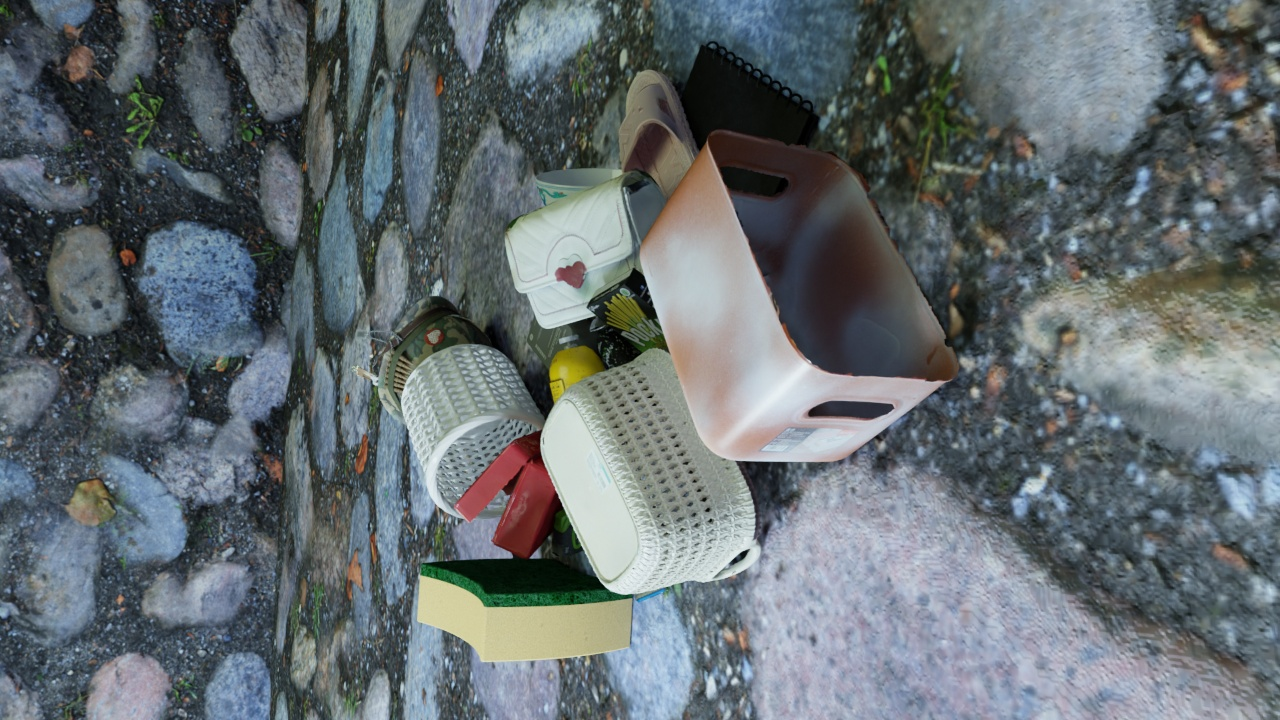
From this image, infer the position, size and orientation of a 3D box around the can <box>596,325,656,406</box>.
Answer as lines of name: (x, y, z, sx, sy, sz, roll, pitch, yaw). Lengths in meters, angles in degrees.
can: (-0.007, 0.006, 1.112, 0.137, 0.053, 0.054, 52, 127, 48)

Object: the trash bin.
trash bin: (0.123, -0.051, 0.806, 0.158, 0.181, 0.259, -51, 46, 44)

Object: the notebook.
notebook: (0.098, -0.242, 1.021, 0.231, 0.019, 0.169, 53, 130, 47)

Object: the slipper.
slipper: (0.016, -0.246, 1.077, 0.094, 0.064, 0.239, -54, 46, 42)

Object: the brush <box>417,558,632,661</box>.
brush: (-0.150, 0.307, 1.160, 0.251, 0.194, 0.075, -3, 83, 57)

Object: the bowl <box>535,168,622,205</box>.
bowl: (-0.060, -0.195, 1.161, 0.144, 0.143, 0.074, 32, 127, 55)

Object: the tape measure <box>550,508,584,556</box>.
tape measure: (-0.087, 0.219, 1.200, 0.036, 0.058, 0.066, 19, 105, 52)

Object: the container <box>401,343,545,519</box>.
container: (-0.237, 0.101, 1.335, 0.186, 0.189, 0.190, 53, 128, 48)

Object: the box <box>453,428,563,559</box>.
box: (-0.140, 0.168, 1.189, 0.117, 0.157, 0.136, 39, 99, 7)

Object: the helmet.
helmet: (-0.340, 0.004, 1.497, 0.237, 0.192, 0.224, 4, 111, 35)

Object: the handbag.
handbag: (-0.056, -0.126, 1.060, 0.199, 0.095, 0.142, -14, 104, 41)

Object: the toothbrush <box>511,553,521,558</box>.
toothbrush: (-0.185, 0.307, 1.373, 0.031, 0.030, 0.197, 32, 117, 60)

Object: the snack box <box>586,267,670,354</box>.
snack box: (0.022, -0.034, 0.995, 0.080, 0.147, 0.025, -24, 33, 54)

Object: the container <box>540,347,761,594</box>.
container: (0.004, 0.118, 0.949, 0.251, 0.143, 0.185, 61, 143, 23)

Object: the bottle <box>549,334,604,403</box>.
bottle: (-0.072, 0.050, 1.153, 0.071, 0.070, 0.164, -15, 88, 56)

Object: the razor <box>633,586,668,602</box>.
razor: (0.001, 0.218, 1.102, 0.042, 0.022, 0.143, -24, 53, 12)

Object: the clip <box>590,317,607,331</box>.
clip: (-0.039, -0.062, 1.168, 0.054, 0.040, 0.101, -41, 0, 9)

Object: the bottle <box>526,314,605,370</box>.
bottle: (-0.098, -0.020, 1.266, 0.174, 0.046, 0.084, 48, 124, 50)
